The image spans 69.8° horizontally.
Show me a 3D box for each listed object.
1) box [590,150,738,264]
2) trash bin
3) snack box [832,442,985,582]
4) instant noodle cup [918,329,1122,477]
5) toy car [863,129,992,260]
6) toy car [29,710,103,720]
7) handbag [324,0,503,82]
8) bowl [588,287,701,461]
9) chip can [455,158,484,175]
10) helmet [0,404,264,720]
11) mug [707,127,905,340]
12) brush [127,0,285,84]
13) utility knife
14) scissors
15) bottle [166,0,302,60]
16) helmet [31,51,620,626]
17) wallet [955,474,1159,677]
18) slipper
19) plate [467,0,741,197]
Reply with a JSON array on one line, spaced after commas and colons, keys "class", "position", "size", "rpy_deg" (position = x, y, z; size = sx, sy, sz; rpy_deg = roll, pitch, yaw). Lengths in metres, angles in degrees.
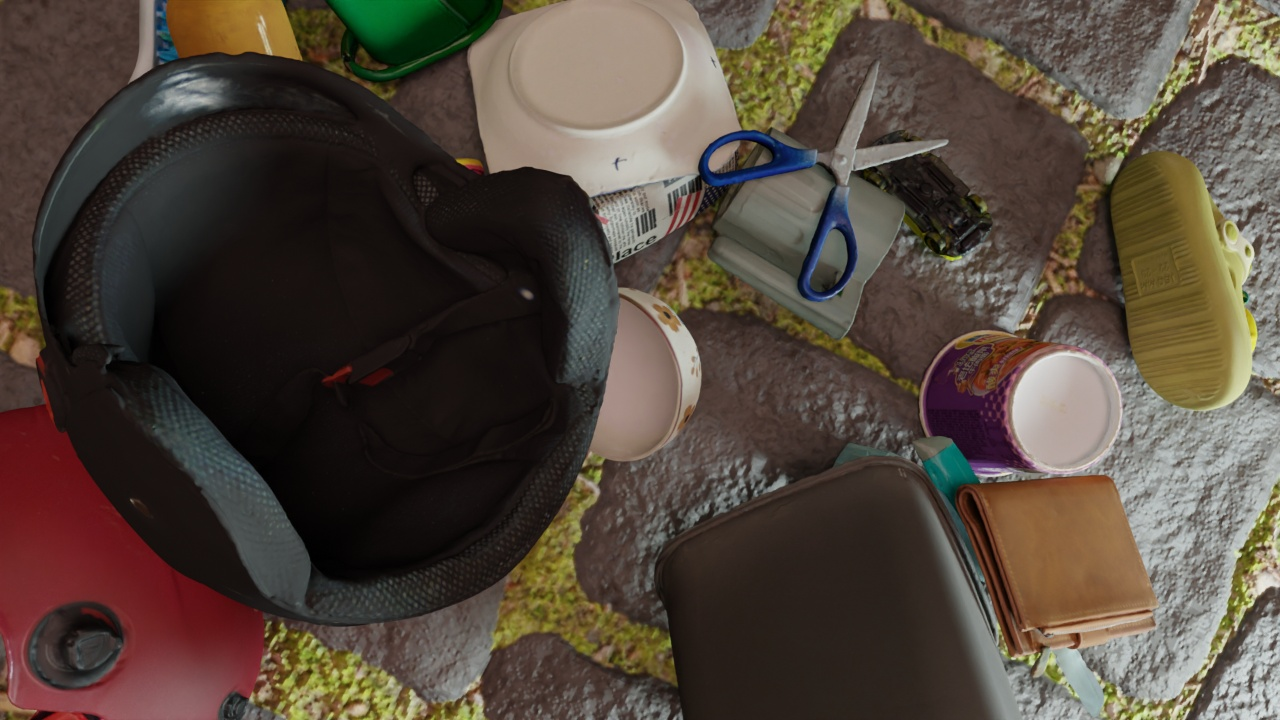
[{"class": "box", "position": [-0.004, -0.099, 0.604], "size": [0.163, 0.081, 0.075], "rpy_deg": [-31, 122, -13]}, {"class": "trash bin", "position": [0.121, 0.207, 0.521], "size": [0.199, 0.219, 0.199], "rpy_deg": [-25, 111, 13]}, {"class": "snack box", "position": [0.220, 0.117, 0.643], "size": [0.175, 0.074, 0.051], "rpy_deg": [27, 87, -8]}, {"class": "instant noodle cup", "position": [0.267, 0.031, 0.637], "size": [0.111, 0.099, 0.111], "rpy_deg": [0, 89, -8]}, {"class": "toy car", "position": [0.203, -0.118, 0.660], "size": [0.048, 0.032, 0.105], "rpy_deg": [-42, 85, -6]}, {"class": "toy car", "position": [-0.338, 0.262, 0.580], "size": [0.053, 0.045, 0.120], "rpy_deg": [-33, 97, -5]}, {"class": "handbag", "position": [-0.153, -0.238, 0.559], "size": [0.120, 0.131, 0.068], "rpy_deg": [-33, 80, 0]}, {"class": "bowl", "position": [-0.004, 0.004, 0.605], "size": [0.062, 0.114, 0.113], "rpy_deg": [-21, 95, -49]}, {"class": "chip can", "position": [-0.107, -0.019, 0.595], "size": [0.071, 0.071, 0.210], "rpy_deg": [-17, 93, -8]}, {"class": "helmet", "position": [-0.298, 0.119, 0.515], "size": [0.240, 0.207, 0.143], "rpy_deg": [42, 63, -11]}, {"class": "mug", "position": [0.105, -0.084, 0.609], "size": [0.103, 0.084, 0.123], "rpy_deg": [31, 51, -5]}, {"class": "brush", "position": [-0.295, -0.184, 0.580], "size": [0.109, 0.060, 0.314], "rpy_deg": [9, 92, -3]}, {"class": "utility knife", "position": [0.244, 0.140, 0.600], "size": [0.029, 0.013, 0.221], "rpy_deg": [-33, 92, -10]}, {"class": "scissors", "position": [0.117, -0.116, 0.575], "size": [0.175, 0.012, 0.162], "rpy_deg": [1, 81, -12]}, {"class": "bottle", "position": [-0.228, -0.157, 0.544], "size": [0.068, 0.068, 0.190], "rpy_deg": [-14, 120, -8]}, {"class": "helmet", "position": [-0.156, -0.001, 0.454], "size": [0.232, 0.231, 0.274], "rpy_deg": [-34, 91, -37]}, {"class": "wallet", "position": [0.269, 0.131, 0.579], "size": [0.130, 0.035, 0.119], "rpy_deg": [1, 68, -27]}, {"class": "slipper", "position": [0.405, -0.061, 0.662], "size": [0.081, 0.092, 0.190], "rpy_deg": [-13, 89, -10]}, {"class": "plate", "position": [-0.027, -0.181, 0.588], "size": [0.164, 0.034, 0.163], "rpy_deg": [-14, 65, -3]}]
